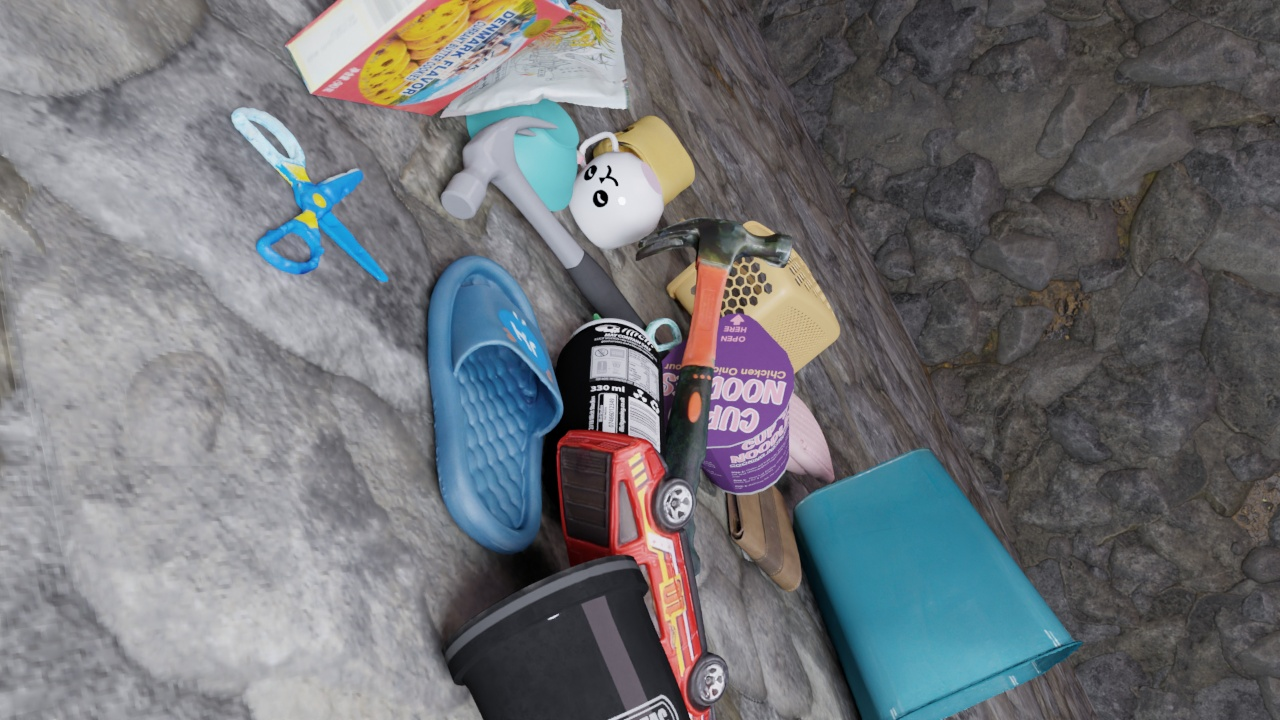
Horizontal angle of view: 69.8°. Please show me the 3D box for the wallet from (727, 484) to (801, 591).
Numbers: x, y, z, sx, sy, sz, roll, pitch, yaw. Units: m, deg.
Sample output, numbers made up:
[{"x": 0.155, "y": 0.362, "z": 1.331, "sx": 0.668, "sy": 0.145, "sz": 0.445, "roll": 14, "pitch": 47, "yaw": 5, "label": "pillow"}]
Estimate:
[{"x": 0.117, "y": 0.154, "z": 0.896, "sx": 0.098, "sy": 0.027, "sz": 0.120, "roll": 45, "pitch": 27, "yaw": -31, "label": "wallet"}]

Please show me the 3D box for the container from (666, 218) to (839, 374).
[{"x": 0.125, "y": -0.082, "z": 1.047, "sx": 0.183, "sy": 0.129, "sz": 0.167, "roll": 28, "pitch": 25, "yaw": -53, "label": "container"}]

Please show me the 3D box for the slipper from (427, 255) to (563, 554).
[{"x": -0.083, "y": 0.020, "z": 0.575, "sx": 0.104, "sy": 0.059, "sz": 0.213, "roll": 42, "pitch": 30, "yaw": -44, "label": "slipper"}]

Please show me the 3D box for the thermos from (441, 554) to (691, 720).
[{"x": -0.007, "y": 0.202, "z": 0.424, "sx": 0.105, "sy": 0.106, "sz": 0.218, "roll": 17, "pitch": 40, "yaw": -60, "label": "thermos"}]

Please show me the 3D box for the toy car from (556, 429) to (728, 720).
[{"x": -0.002, "y": 0.132, "z": 0.538, "sx": 0.056, "sy": 0.082, "sz": 0.189, "roll": -21, "pitch": 104, "yaw": -34, "label": "toy car"}]

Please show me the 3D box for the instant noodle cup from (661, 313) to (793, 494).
[{"x": 0.085, "y": 0.049, "z": 0.819, "sx": 0.122, "sy": 0.122, "sz": 0.136, "roll": 66, "pitch": 34, "yaw": -50, "label": "instant noodle cup"}]

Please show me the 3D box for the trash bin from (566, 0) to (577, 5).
[{"x": -0.109, "y": -0.363, "z": 0.716, "sx": 0.217, "sy": 0.244, "sz": 0.216, "roll": 47, "pitch": 27, "yaw": -32, "label": "trash bin"}]

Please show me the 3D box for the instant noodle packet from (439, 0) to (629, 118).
[{"x": -0.084, "y": -0.270, "z": 0.808, "sx": 0.268, "sy": 0.147, "sz": 0.057, "roll": -91, "pitch": 174, "yaw": -56, "label": "instant noodle packet"}]

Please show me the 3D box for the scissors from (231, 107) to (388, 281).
[{"x": -0.193, "y": -0.092, "z": 0.532, "sx": 0.130, "sy": 0.013, "sz": 0.125, "roll": 57, "pitch": 24, "yaw": -17, "label": "scissors"}]

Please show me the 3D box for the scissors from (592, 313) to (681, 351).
[{"x": -0.002, "y": -0.009, "z": 0.788, "sx": 0.130, "sy": 0.012, "sz": 0.116, "roll": 50, "pitch": 57, "yaw": -39, "label": "scissors"}]

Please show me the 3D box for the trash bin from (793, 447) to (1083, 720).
[{"x": 0.263, "y": 0.226, "z": 0.889, "sx": 0.197, "sy": 0.199, "sz": 0.218, "roll": 74, "pitch": -7, "yaw": -60, "label": "trash bin"}]

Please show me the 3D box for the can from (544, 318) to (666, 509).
[{"x": -0.023, "y": 0.040, "z": 0.646, "sx": 0.080, "sy": 0.080, "sz": 0.145, "roll": 48, "pitch": 24, "yaw": -30, "label": "can"}]

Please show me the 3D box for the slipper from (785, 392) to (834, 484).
[{"x": 0.137, "y": 0.062, "z": 1.008, "sx": 0.221, "sy": 0.056, "sz": 0.106, "roll": 36, "pitch": 31, "yaw": -27, "label": "slipper"}]

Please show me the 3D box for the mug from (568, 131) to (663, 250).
[{"x": -0.026, "y": -0.173, "z": 0.899, "sx": 0.090, "sy": 0.076, "sz": 0.123, "roll": 20, "pitch": 46, "yaw": -59, "label": "mug"}]

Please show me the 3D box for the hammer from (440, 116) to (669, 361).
[{"x": -0.042, "y": -0.073, "z": 0.778, "sx": 0.311, "sy": 0.030, "sz": 0.124, "roll": 50, "pitch": 47, "yaw": -36, "label": "hammer"}]

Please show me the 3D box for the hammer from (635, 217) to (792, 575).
[{"x": 0.043, "y": 0.021, "z": 0.738, "sx": 0.033, "sy": 0.133, "sz": 0.332, "roll": 106, "pitch": -5, "yaw": -60, "label": "hammer"}]

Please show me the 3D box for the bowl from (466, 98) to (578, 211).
[{"x": -0.089, "y": -0.194, "z": 0.798, "sx": 0.121, "sy": 0.046, "sz": 0.121, "roll": 34, "pitch": 39, "yaw": -33, "label": "bowl"}]

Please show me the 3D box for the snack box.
[{"x": -0.139, "y": -0.228, "z": 0.628, "sx": 0.040, "sy": 0.143, "sz": 0.144, "roll": 62, "pitch": 23, "yaw": 2, "label": "snack box"}]

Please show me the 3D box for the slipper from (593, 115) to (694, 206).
[{"x": 0.015, "y": -0.233, "z": 1.060, "sx": 0.099, "sy": 0.079, "sz": 0.262, "roll": 54, "pitch": 23, "yaw": -12, "label": "slipper"}]

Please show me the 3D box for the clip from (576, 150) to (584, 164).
[{"x": -0.078, "y": -0.198, "z": 0.874, "sx": 0.023, "sy": 0.050, "sz": 0.058, "roll": -94, "pitch": 162, "yaw": -51, "label": "clip"}]
